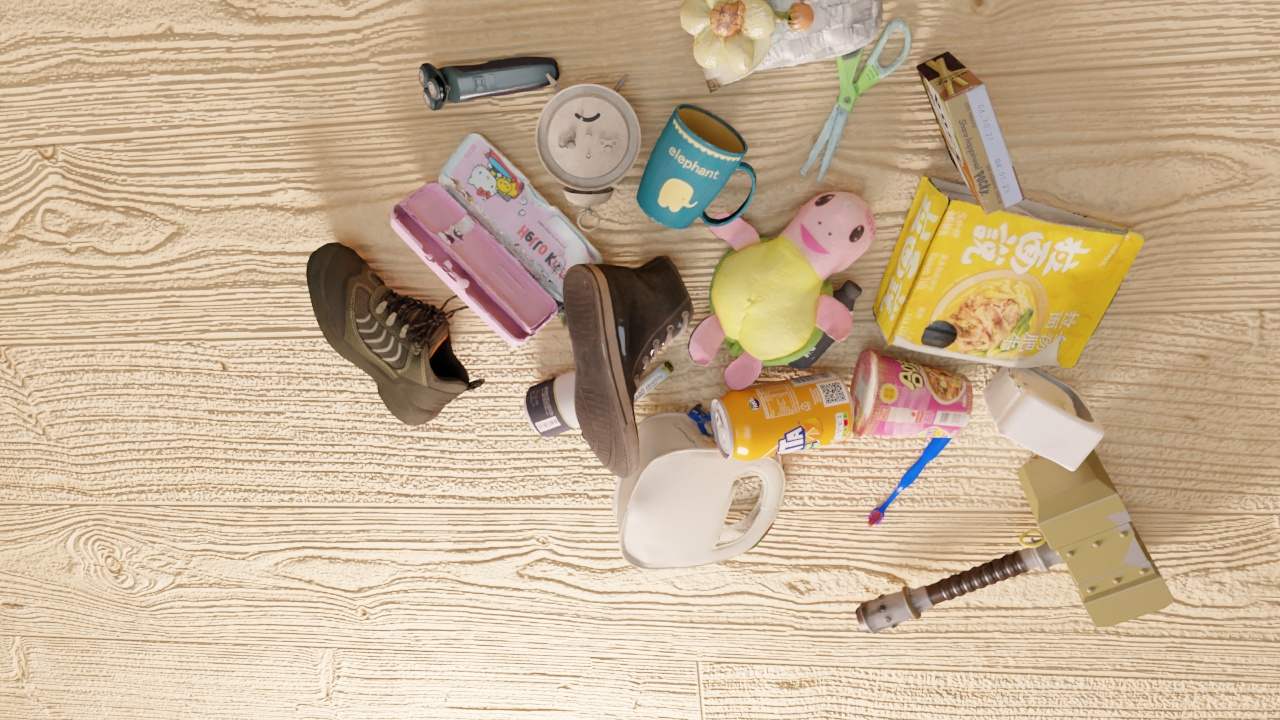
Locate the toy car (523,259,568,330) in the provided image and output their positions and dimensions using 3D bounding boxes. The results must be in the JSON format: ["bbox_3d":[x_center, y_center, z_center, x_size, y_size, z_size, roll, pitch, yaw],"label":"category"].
[{"bbox_3d":[-0.083,-0.079,1.022,0.048,0.033,0.105,-35,95,26],"label":"toy car"}]

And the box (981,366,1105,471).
[{"bbox_3d":[0.421,0.044,0.956,0.102,0.107,0.076,28,114,-4],"label":"box"}]

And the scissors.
[{"bbox_3d":[0.194,-0.257,0.899,0.078,0.032,0.176,23,114,-6],"label":"scissors"}]

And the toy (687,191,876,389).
[{"bbox_3d":[0.143,-0.077,0.951,0.190,0.087,0.238,44,109,24],"label":"toy"}]

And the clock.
[{"bbox_3d":[-0.054,-0.210,0.936,0.103,0.061,0.157,-1,113,-4],"label":"clock"}]

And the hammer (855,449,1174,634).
[{"bbox_3d":[0.403,0.247,1.061,0.326,0.100,0.190,-28,108,21],"label":"hammer"}]

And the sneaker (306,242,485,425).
[{"bbox_3d":[-0.263,-0.039,1.032,0.143,0.100,0.238,-21,116,23],"label":"sneaker"}]

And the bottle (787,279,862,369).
[{"bbox_3d":[0.195,-0.040,0.986,0.047,0.046,0.113,34,117,-8],"label":"bottle"}]

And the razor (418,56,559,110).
[{"bbox_3d":[-0.153,-0.285,0.929,0.143,0.052,0.047,-7,117,3],"label":"razor"}]

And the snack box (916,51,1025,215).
[{"bbox_3d":[0.287,-0.206,0.809,0.032,0.185,0.101,-22,110,19],"label":"snack box"}]

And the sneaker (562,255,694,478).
[{"bbox_3d":[-0.006,0.006,0.981,0.095,0.119,0.235,5,106,56],"label":"sneaker"}]

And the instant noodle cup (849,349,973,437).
[{"bbox_3d":[0.291,0.043,0.990,0.108,0.097,0.098,8,117,-3],"label":"instant noodle cup"}]

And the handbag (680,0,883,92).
[{"bbox_3d":[0.126,-0.315,0.819,0.172,0.123,0.112,-9,108,20],"label":"handbag"}]

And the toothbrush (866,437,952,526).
[{"bbox_3d":[0.317,0.129,1.064,0.016,0.018,0.183,40,119,17],"label":"toothbrush"}]

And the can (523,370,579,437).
[{"bbox_3d":[-0.068,0.042,1.061,0.127,0.064,0.064,-20,111,18],"label":"can"}]

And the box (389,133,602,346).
[{"bbox_3d":[-0.155,-0.126,0.988,0.149,0.073,0.201,-45,91,-7],"label":"box"}]

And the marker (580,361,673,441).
[{"bbox_3d":[-0.017,0.049,1.083,0.017,0.017,0.147,43,115,-12],"label":"marker"}]

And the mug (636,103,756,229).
[{"bbox_3d":[0.059,-0.182,0.920,0.112,0.084,0.104,29,123,-8],"label":"mug"}]

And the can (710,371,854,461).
[{"bbox_3d":[0.155,0.061,1.001,0.142,0.079,0.079,-10,116,-10],"label":"can"}]

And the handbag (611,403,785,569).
[{"bbox_3d":[0.072,0.153,1.091,0.199,0.093,0.201,9,119,-17],"label":"handbag"}]

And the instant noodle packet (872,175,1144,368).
[{"bbox_3d":[0.371,-0.078,0.927,0.221,0.084,0.163,12,119,-3],"label":"instant noodle packet"}]
